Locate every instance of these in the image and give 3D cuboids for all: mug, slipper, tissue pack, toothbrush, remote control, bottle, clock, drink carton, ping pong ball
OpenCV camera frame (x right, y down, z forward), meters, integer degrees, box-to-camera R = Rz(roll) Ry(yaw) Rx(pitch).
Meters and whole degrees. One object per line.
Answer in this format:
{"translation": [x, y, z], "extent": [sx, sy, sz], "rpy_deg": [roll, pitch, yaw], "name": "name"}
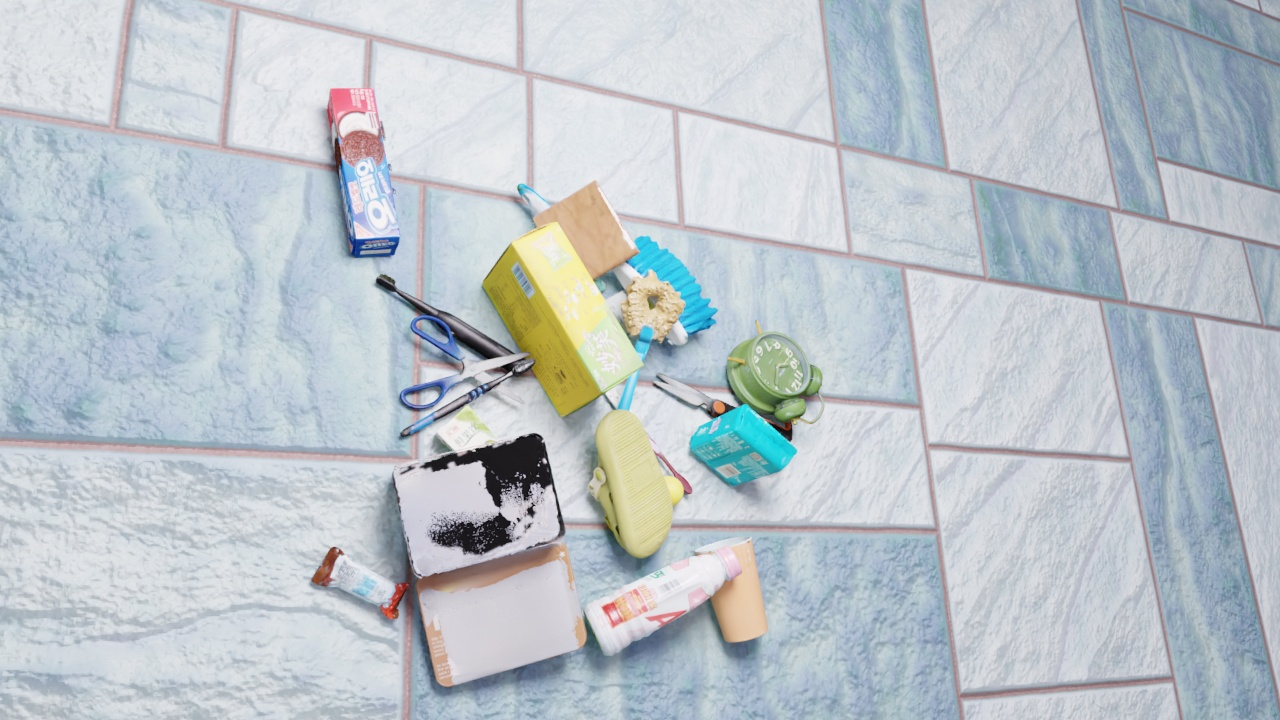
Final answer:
{"translation": [0.122, 0.298, 1.195], "extent": [0.078, 0.078, 0.122], "rpy_deg": [-11, 85, -29], "name": "mug"}
{"translation": [-0.021, 0.155, 1.166], "extent": [0.091, 0.082, 0.190], "rpy_deg": [-22, 101, -42], "name": "slipper"}
{"translation": [0.135, 0.113, 1.223], "extent": [0.093, 0.134, 0.050], "rpy_deg": [41, 57, -14], "name": "tissue pack"}
{"translation": [0.008, 0.107, 1.232], "extent": [0.016, 0.017, 0.187], "rpy_deg": [-40, 91, -28], "name": "toothbrush"}
{"translation": [-0.018, -0.069, 1.270], "extent": [0.134, 0.019, 0.056], "rpy_deg": [-33, 90, -31], "name": "remote control"}
{"translation": [-0.208, 0.044, 1.121], "extent": [0.189, 0.016, 0.014], "rpy_deg": [-30, 90, -20], "name": "toothbrush"}
{"translation": [0.030, 0.287, 1.123], "extent": [0.196, 0.068, 0.068], "rpy_deg": [-25, 86, -12], "name": "bottle"}
{"translation": [0.199, 0.026, 1.316], "extent": [0.161, 0.056, 0.115], "rpy_deg": [43, 53, -4], "name": "clock"}
{"translation": [-0.237, -0.046, 1.153], "extent": [0.212, 0.026, 0.027], "rpy_deg": [33, 33, -12], "name": "toothbrush"}
{"translation": [-0.188, 0.115, 1.112], "extent": [0.122, 0.046, 0.053], "rpy_deg": [46, 73, -4], "name": "drink carton"}
{"translation": [0.037, 0.172, 1.209], "extent": [0.040, 0.040, 0.040], "rpy_deg": [8, 71, -24], "name": "ping pong ball"}

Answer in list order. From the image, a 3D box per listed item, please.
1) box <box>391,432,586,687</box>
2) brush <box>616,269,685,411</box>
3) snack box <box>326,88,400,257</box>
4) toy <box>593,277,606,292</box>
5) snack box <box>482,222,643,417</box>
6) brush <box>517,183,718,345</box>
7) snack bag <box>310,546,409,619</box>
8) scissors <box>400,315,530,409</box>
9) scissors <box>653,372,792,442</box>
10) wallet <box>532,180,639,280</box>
{"translation": [-0.170, 0.225, 1.044], "extent": [0.176, 0.082, 0.259], "rpy_deg": [-12, 90, -13], "name": "box"}
{"translation": [-0.007, 0.007, 1.200], "extent": [0.083, 0.046, 0.254], "rpy_deg": [16, 88, -4], "name": "brush"}
{"translation": [-0.344, -0.234, 1.141], "extent": [0.058, 0.057, 0.207], "rpy_deg": [-8, 78, -25], "name": "snack box"}
{"translation": [-0.089, -0.111, 1.245], "extent": [0.091, 0.030, 0.096], "rpy_deg": [-12, 73, -36], "name": "toy"}
{"translation": [-0.101, -0.046, 1.142], "extent": [0.069, 0.158, 0.210], "rpy_deg": [-31, 89, -27], "name": "snack box"}
{"translation": [-0.029, -0.143, 1.249], "extent": [0.109, 0.061, 0.314], "rpy_deg": [-41, 91, -27], "name": "brush"}
{"translation": [-0.309, 0.249, 1.022], "extent": [0.105, 0.026, 0.045], "rpy_deg": [31, 72, -14], "name": "snack bag"}
{"translation": [-0.222, 0.008, 1.133], "extent": [0.162, 0.012, 0.174], "rpy_deg": [-40, 99, -19], "name": "scissors"}
{"translation": [0.122, 0.064, 1.303], "extent": [0.235, 0.022, 0.148], "rpy_deg": [45, 53, -1], "name": "scissors"}
{"translation": [-0.072, -0.165, 1.208], "extent": [0.101, 0.020, 0.115], "rpy_deg": [-32, 91, 1], "name": "wallet"}
